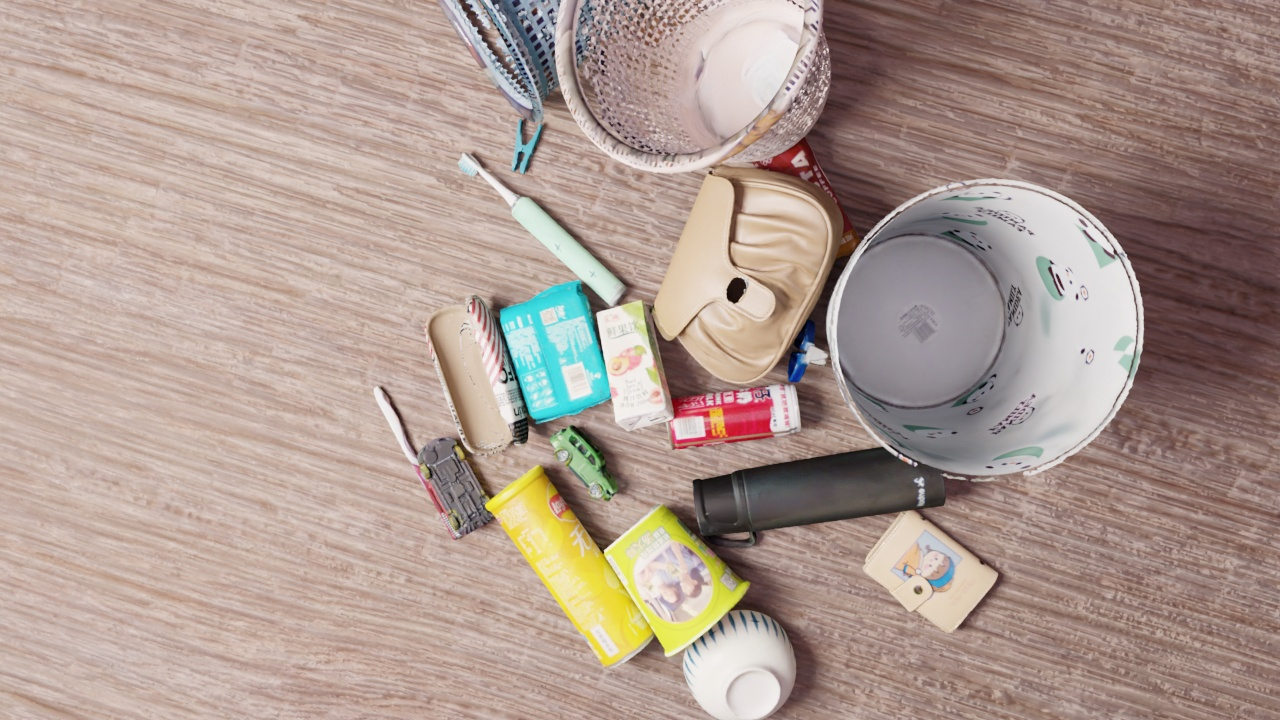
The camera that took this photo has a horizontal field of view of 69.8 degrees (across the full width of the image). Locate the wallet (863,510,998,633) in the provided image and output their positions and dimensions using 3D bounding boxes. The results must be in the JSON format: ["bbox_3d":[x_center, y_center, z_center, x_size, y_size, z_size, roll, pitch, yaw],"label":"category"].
[{"bbox_3d":[0.295,0.218,0.945,0.115,0.024,0.087,37,92,0],"label":"wallet"}]

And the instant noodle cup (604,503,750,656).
[{"bbox_3d":[0.030,0.215,0.932,0.112,0.111,0.123,-41,82,7],"label":"instant noodle cup"}]

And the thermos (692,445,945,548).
[{"bbox_3d":[0.179,0.139,0.934,0.243,0.068,0.090,-10,125,8],"label":"thermos"}]

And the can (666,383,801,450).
[{"bbox_3d":[0.094,0.057,0.934,0.133,0.053,0.053,-8,94,6],"label":"can"}]

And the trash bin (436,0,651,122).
[{"bbox_3d":[-0.082,-0.370,0.853,0.195,0.227,0.226,-35,91,-6],"label":"trash bin"}]

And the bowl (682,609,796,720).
[{"bbox_3d":[0.106,0.322,0.935,0.116,0.066,0.116,-2,106,-7],"label":"bowl"}]

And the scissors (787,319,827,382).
[{"bbox_3d":[0.156,0.005,0.866,0.012,0.174,0.108,15,118,1],"label":"scissors"}]

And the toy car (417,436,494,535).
[{"bbox_3d":[-0.198,0.132,0.975,0.049,0.031,0.106,-30,94,-21],"label":"toy car"}]

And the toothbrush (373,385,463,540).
[{"bbox_3d":[-0.238,0.109,0.989,0.017,0.016,0.187,-28,92,-1],"label":"toothbrush"}]

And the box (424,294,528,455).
[{"bbox_3d":[-0.171,0.019,0.949,0.088,0.076,0.162,-20,93,9],"label":"box"}]

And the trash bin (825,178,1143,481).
[{"bbox_3d":[0.269,-0.031,0.812,0.229,0.251,0.229,0,95,5],"label":"trash bin"}]

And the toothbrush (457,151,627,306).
[{"bbox_3d":[-0.102,-0.139,0.951,0.224,0.026,0.027,43,118,1],"label":"toothbrush"}]

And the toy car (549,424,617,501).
[{"bbox_3d":[-0.057,0.108,0.958,0.036,0.043,0.091,-40,90,6],"label":"toy car"}]

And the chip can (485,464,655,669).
[{"bbox_3d":[-0.071,0.213,0.953,0.072,0.072,0.213,-36,90,7],"label":"chip can"}]

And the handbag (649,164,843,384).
[{"bbox_3d":[0.098,-0.081,0.879,0.148,0.099,0.205,27,118,10],"label":"handbag"}]

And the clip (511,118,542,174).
[{"bbox_3d":[-0.120,-0.222,0.953,0.039,0.014,0.056,15,96,5],"label":"clip"}]

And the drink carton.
[{"bbox_3d":[-0.005,0.005,0.924,0.053,0.045,0.122,-17,66,11],"label":"drink carton"}]

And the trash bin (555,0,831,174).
[{"bbox_3d":[0.070,-0.263,0.796,0.228,0.191,0.227,1,92,26],"label":"trash bin"}]

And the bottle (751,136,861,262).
[{"bbox_3d":[0.154,-0.176,0.908,0.057,0.057,0.175,-28,91,7],"label":"bottle"}]

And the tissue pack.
[{"bbox_3d":[-0.086,-0.009,0.948,0.093,0.050,0.133,-17,92,8],"label":"tissue pack"}]
